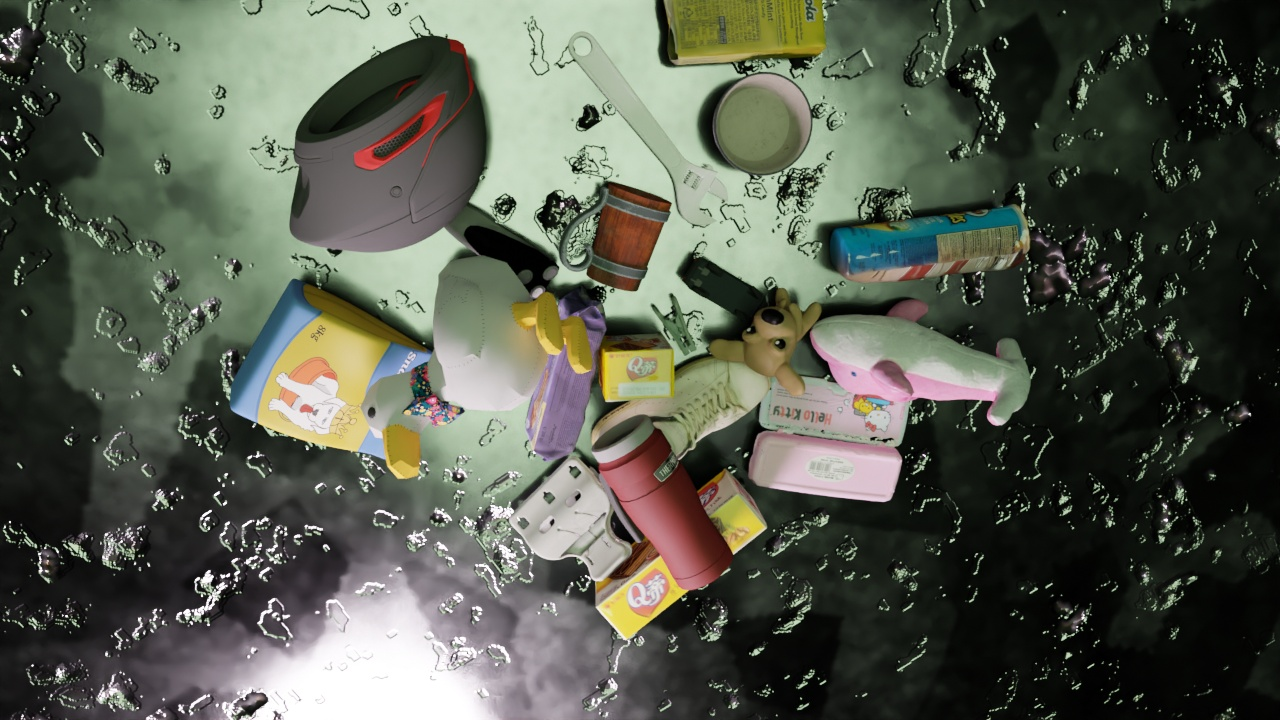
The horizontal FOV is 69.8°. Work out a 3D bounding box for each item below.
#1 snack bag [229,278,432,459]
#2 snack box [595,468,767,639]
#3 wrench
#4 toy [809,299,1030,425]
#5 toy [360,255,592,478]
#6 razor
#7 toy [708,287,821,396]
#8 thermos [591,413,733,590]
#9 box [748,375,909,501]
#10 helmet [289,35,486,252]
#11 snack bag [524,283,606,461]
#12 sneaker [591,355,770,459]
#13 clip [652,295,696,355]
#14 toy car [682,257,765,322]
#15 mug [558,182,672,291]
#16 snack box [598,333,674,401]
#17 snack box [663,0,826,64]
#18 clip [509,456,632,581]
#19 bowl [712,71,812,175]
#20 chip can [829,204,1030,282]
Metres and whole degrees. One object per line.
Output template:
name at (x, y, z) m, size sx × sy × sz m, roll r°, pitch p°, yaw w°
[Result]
snack bag at (-0.353, 0.021, 1.091) m, size 0.205 × 0.102 × 0.159 m, roll 28°, pitch 100°, yaw -30°
snack box at (0.048, 0.245, 1.178) m, size 0.230 × 0.110 × 0.061 m, roll -40°, pitch 99°, yaw 5°
wrench at (0.009, -0.274, 1.089) m, size 0.066 × 0.018 × 0.273 m, roll -40°, pitch 104°, yaw 5°
toy at (0.339, 0.014, 1.141) m, size 0.266 × 0.186 × 0.128 m, roll 14°, pitch 135°, yaw 14°
toy at (-0.195, -0.005, 1.024) m, size 0.268 × 0.141 × 0.246 m, roll -15°, pitch 67°, yaw 18°
razor at (-0.173, -0.137, 1.087) m, size 0.156 × 0.060 × 0.057 m, roll 39°, pitch 110°, yaw 6°
toy at (0.168, -0.030, 1.119) m, size 0.108 × 0.134 × 0.106 m, roll -42°, pitch 146°, yaw -34°
thermos at (0.017, 0.168, 1.071) m, size 0.108 × 0.083 × 0.198 m, roll -22°, pitch 105°, yaw 38°
box at (0.249, 0.104, 1.199) m, size 0.201 × 0.044 × 0.155 m, roll 8°, pitch 103°, yaw -9°
helmet at (-0.268, -0.213, 0.998) m, size 0.264 × 0.164 × 0.170 m, roll -34°, pitch 134°, yaw -2°
snack bag at (-0.087, 0.016, 1.113) m, size 0.058 × 0.096 × 0.205 m, roll 14°, pitch 103°, yaw -16°
sneaker at (0.052, 0.070, 1.137) m, size 0.241 × 0.102 × 0.089 m, roll -27°, pitch 106°, yaw 1°
clip at (0.046, -0.043, 1.149) m, size 0.035 × 0.023 × 0.074 m, roll -29°, pitch 107°, yaw 1°
toy car at (0.103, -0.088, 1.136) m, size 0.112 × 0.034 × 0.046 m, roll 27°, pitch 103°, yaw -28°
mug at (-0.033, -0.148, 1.079) m, size 0.117 × 0.081 × 0.111 m, roll 10°, pitch 107°, yaw -28°
snack box at (-0.007, 0.006, 1.113) m, size 0.083 × 0.105 × 0.061 m, roll -3°, pitch 103°, yaw -6°
snack box at (0.116, -0.403, 1.045) m, size 0.181 × 0.045 × 0.121 m, roll -6°, pitch 92°, yaw -3°
clip at (-0.076, 0.212, 1.183) m, size 0.151 × 0.091 × 0.126 m, roll 44°, pitch 97°, yaw -2°
bowl at (0.138, -0.277, 1.079) m, size 0.115 × 0.059 × 0.115 m, roll -1°, pitch 105°, yaw -6°
chip can at (0.354, -0.140, 1.132) m, size 0.229 × 0.079 × 0.080 m, roll -7°, pitch 105°, yaw -4°
